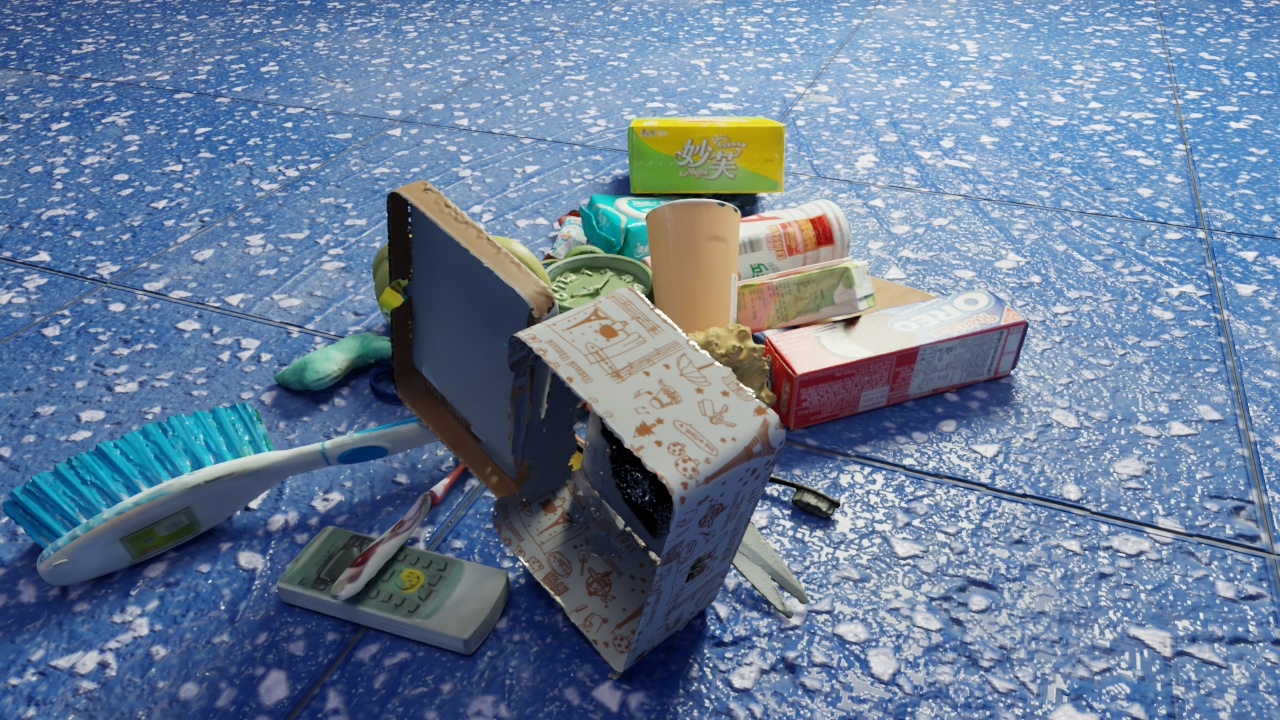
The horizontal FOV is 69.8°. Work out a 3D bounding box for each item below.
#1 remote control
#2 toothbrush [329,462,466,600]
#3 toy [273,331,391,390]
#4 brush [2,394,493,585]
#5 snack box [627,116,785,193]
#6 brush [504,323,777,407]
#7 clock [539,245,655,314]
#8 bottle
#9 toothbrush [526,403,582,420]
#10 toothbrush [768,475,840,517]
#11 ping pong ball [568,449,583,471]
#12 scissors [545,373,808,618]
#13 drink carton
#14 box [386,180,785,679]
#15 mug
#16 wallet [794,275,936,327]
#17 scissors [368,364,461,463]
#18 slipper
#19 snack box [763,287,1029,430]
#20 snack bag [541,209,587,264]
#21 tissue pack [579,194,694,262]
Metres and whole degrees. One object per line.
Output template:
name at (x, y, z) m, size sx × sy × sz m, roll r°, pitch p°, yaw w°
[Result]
remote control at (-0.148, 0.137, 0.557) m, size 0.135 × 0.019 × 0.056 m, roll 10°, pitch 35°, yaw 17°
toothbrush at (-0.142, 0.092, 0.596) m, size 0.016 × 0.017 × 0.187 m, roll 10°, pitch 29°, yaw 18°
toy at (-0.241, -0.002, 0.750) m, size 0.097 × 0.030 × 0.091 m, roll 2°, pitch 27°, yaw 40°
brush at (-0.249, 0.065, 0.626) m, size 0.313 × 0.061 × 0.109 m, roll -26°, pitch 47°, yaw -24°
snack box at (0.066, -0.227, 0.999) m, size 0.158 × 0.070 × 0.209 m, roll 0°, pitch 17°, yaw 1°
brush at (-0.023, 0.004, 0.675) m, size 0.254 × 0.083 × 0.045 m, roll 6°, pitch 24°, yaw -4°
clock at (-0.049, -0.052, 0.802) m, size 0.115 × 0.056 × 0.161 m, roll -28°, pitch 42°, yaw -36°
bottle at (0.097, -0.099, 0.862) m, size 0.196 × 0.068 × 0.068 m, roll -16°, pitch 36°, yaw -14°
toothbrush at (-0.004, 0.004, 0.741) m, size 0.212 × 0.027 × 0.026 m, roll -25°, pitch 11°, yaw -35°
toothbrush at (0.050, 0.075, 0.650) m, size 0.190 × 0.014 × 0.016 m, roll 17°, pitch 62°, yaw 26°
ping pong ball at (-0.053, 0.072, 0.631) m, size 0.040 × 0.040 × 0.040 m, roll -1°, pitch 34°, yaw 0°
scissors at (0.036, 0.062, 0.596) m, size 0.235 × 0.022 × 0.148 m, roll 26°, pitch 65°, yaw 18°
drink carton at (0.126, -0.052, 0.758) m, size 0.123 × 0.045 × 0.053 m, roll -11°, pitch 3°, yaw 33°
box at (-0.057, 0.029, 0.527) m, size 0.082 × 0.177 × 0.260 m, roll -29°, pitch 58°, yaw -35°
mug at (0.045, -0.058, 0.737) m, size 0.078 × 0.078 × 0.122 m, roll -2°, pitch 78°, yaw -1°
wallet at (0.196, -0.048, 0.822) m, size 0.101 × 0.020 × 0.115 m, roll 23°, pitch 38°, yaw 33°
scissors at (-0.143, 0.026, 0.729) m, size 0.162 × 0.012 × 0.174 m, roll 8°, pitch 36°, yaw 10°
slipper at (-0.161, -0.054, 0.756) m, size 0.191 × 0.092 × 0.081 m, roll -1°, pitch 43°, yaw 37°
snack box at (0.198, -0.003, 0.720) m, size 0.207 × 0.058 × 0.057 m, roll -12°, pitch 38°, yaw -16°
snack bag at (-0.070, -0.122, 0.934) m, size 0.045 × 0.026 × 0.105 m, roll 8°, pitch 37°, yaw 1°
tissue pack at (0.011, -0.129, 0.902) m, size 0.133 × 0.050 × 0.093 m, roll -6°, pitch 32°, yaw -27°
